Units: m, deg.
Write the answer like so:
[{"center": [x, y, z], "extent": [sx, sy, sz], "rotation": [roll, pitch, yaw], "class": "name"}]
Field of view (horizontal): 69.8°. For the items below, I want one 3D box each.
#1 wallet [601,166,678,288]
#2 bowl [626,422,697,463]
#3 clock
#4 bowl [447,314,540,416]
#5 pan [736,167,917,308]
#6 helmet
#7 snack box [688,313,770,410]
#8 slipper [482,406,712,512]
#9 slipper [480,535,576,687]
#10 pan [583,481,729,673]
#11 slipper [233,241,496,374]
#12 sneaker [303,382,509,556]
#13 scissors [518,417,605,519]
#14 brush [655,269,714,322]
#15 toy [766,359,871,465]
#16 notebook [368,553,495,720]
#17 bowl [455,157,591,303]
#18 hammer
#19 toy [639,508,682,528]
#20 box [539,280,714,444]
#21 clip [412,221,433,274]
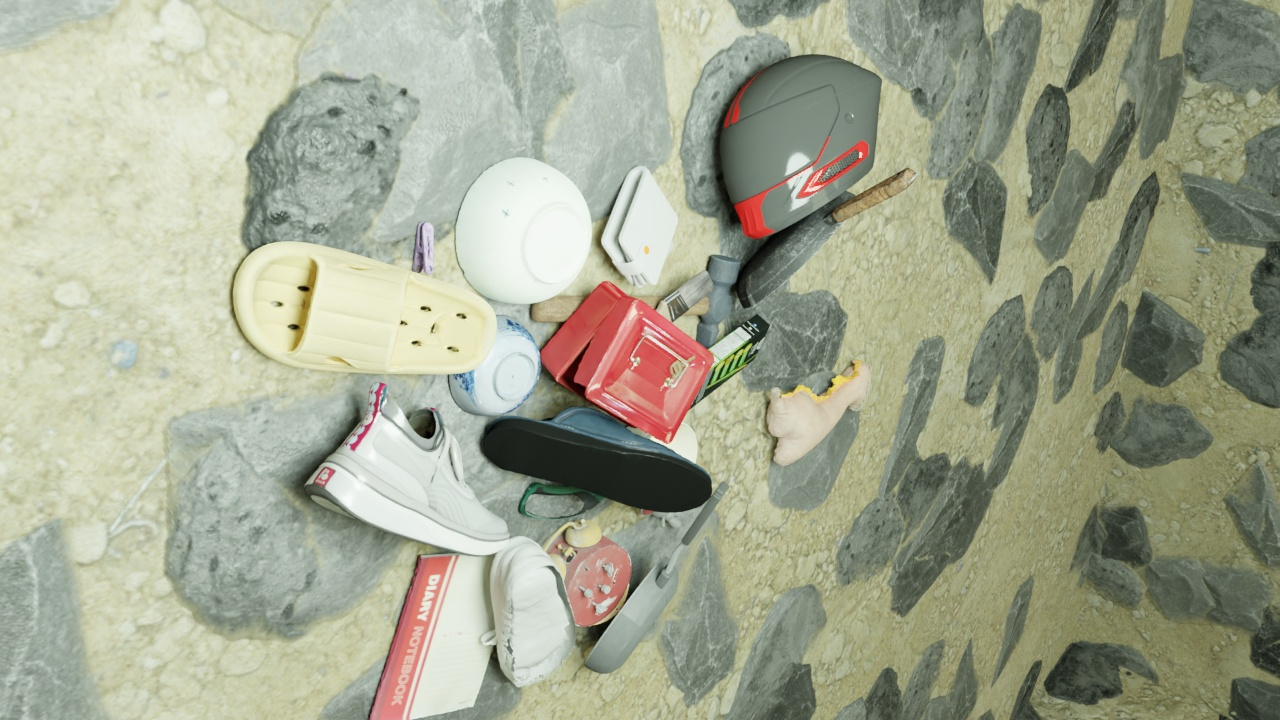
[{"center": [0.008, -0.143, 1.068], "extent": [0.115, 0.038, 0.118], "rotation": [51, 49, -45], "class": "wallet"}, {"center": [0.013, 0.124, 1.190], "extent": [0.115, 0.062, 0.115], "rotation": [-21, 121, -39], "class": "bowl"}, {"center": [-0.073, 0.263, 1.147], "extent": [0.117, 0.081, 0.159], "rotation": [-47, 135, -21], "class": "clock"}, {"center": [-0.146, 0.013, 0.986], "extent": [0.114, 0.045, 0.114], "rotation": [-21, 121, -40], "class": "bowl"}, {"center": [0.221, -0.166, 1.121], "extent": [0.040, 0.358, 0.207], "rotation": [43, 68, -5], "class": "pan"}, {"center": [0.192, -0.280, 1.124], "extent": [0.264, 0.164, 0.170], "rotation": [-36, 101, -23], "class": "helmet"}, {"center": [0.109, 0.003, 1.241], "extent": [0.147, 0.025, 0.080], "rotation": [-35, 158, -31], "class": "snack box"}, {"center": [-0.041, 0.097, 1.046], "extent": [0.109, 0.265, 0.083], "rotation": [116, -13, -47], "class": "slipper"}, {"center": [-0.135, 0.302, 1.082], "extent": [0.112, 0.074, 0.247], "rotation": [-11, 131, -13], "class": "slipper"}, {"center": [0.030, 0.279, 1.167], "extent": [0.178, 0.041, 0.358], "rotation": [-39, 162, -53], "class": "pan"}, {"center": [-0.233, -0.032, 0.840], "extent": [0.261, 0.079, 0.111], "rotation": [10, 101, -43], "class": "slipper"}, {"center": [-0.213, 0.120, 0.932], "extent": [0.263, 0.097, 0.128], "rotation": [41, 66, -52], "class": "sneaker"}, {"center": [-0.043, 0.123, 1.109], "extent": [0.209, 0.015, 0.142], "rotation": [-3, 102, -18], "class": "scissors"}, {"center": [0.033, -0.060, 1.117], "extent": [0.151, 0.012, 0.039], "rotation": [-37, 137, -20], "class": "brush"}, {"center": [0.291, 0.056, 1.455], "extent": [0.263, 0.065, 0.196], "rotation": [-38, 136, -31], "class": "toy"}, {"center": [-0.224, 0.320, 1.065], "extent": [0.152, 0.012, 0.209], "rotation": [10, 100, -50], "class": "notebook"}, {"center": [-0.108, -0.127, 0.945], "extent": [0.153, 0.073, 0.153], "rotation": [-20, 120, -39], "class": "bowl"}, {"center": [-0.002, -0.064, 1.115], "extent": [0.321, 0.040, 0.129], "rotation": [-5, 114, -44], "class": "hammer"}, {"center": [0.026, 0.202, 1.264], "extent": [0.111, 0.030, 0.049], "rotation": [41, 48, -50], "class": "toy"}, {"center": [-0.015, 0.000, 1.046], "extent": [0.157, 0.112, 0.134], "rotation": [36, 85, -41], "class": "box"}, {"center": [-0.206, -0.105, 0.883], "extent": [0.014, 0.042, 0.052], "rotation": [1, 119, -45], "class": "clip"}]
